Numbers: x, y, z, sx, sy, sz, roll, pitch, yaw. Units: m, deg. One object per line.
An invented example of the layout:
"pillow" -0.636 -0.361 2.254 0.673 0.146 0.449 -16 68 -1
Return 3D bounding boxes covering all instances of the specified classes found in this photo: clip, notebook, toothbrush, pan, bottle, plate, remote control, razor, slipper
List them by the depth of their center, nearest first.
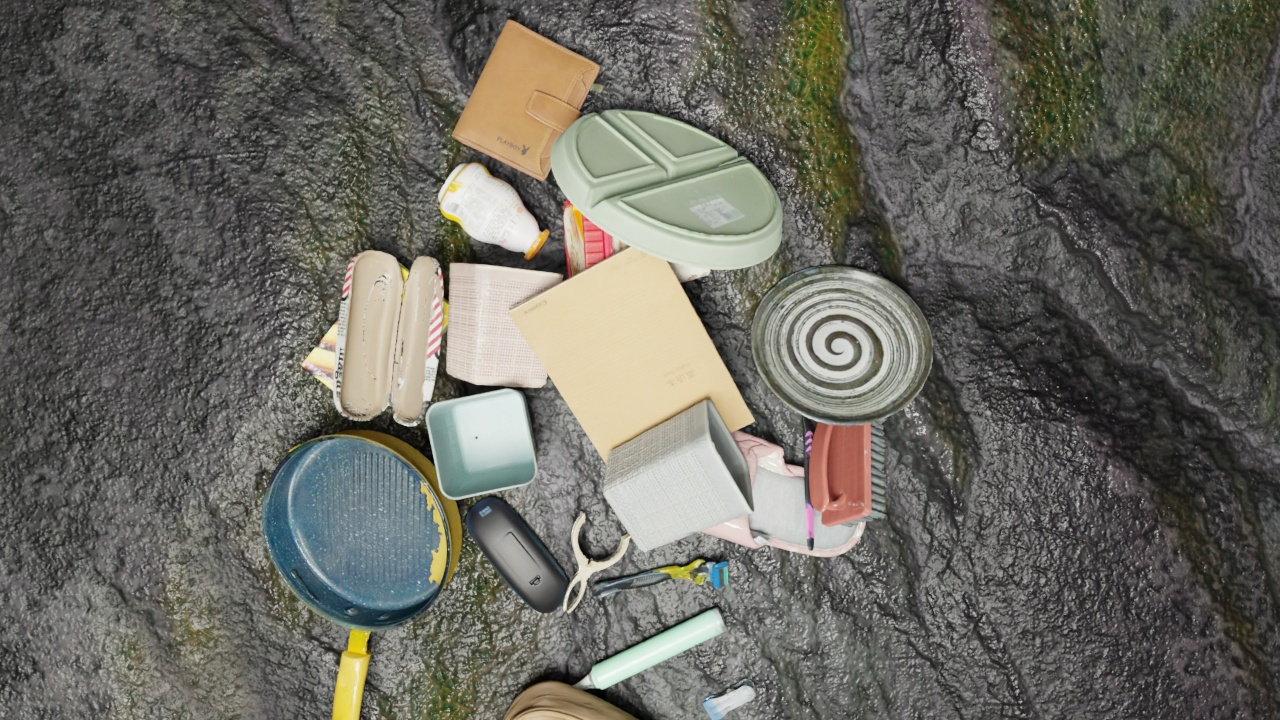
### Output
"plate" 0.030 -0.166 0.848 0.230 0.229 0.028 22 130 -3
"notebook" -0.005 0.005 0.856 0.150 0.012 0.211 -26 112 10
"pan" -0.273 0.243 0.882 0.198 0.078 0.358 5 104 14
"bottle" -0.143 -0.144 0.902 0.108 0.063 0.063 37 89 -2
"toothbrush" 0.169 0.094 0.913 0.014 0.018 0.189 16 65 -33
"plate" 0.199 -0.015 0.917 0.179 0.024 0.179 -1 65 2
"clip" -0.042 0.201 0.923 0.098 0.035 0.099 -3 83 -8
"slipper" 0.098 0.130 0.923 0.274 0.054 0.114 19 90 -3
"remote control" -0.124 0.198 0.927 0.053 0.024 0.136 -39 93 -4
"toothbrush" -0.016 0.310 0.933 0.224 0.027 0.026 -25 88 -3
"razor" 0.019 0.223 0.938 0.143 0.022 0.043 -9 135 0
"clip" 0.092 0.349 0.942 0.057 0.028 0.024 -30 91 8

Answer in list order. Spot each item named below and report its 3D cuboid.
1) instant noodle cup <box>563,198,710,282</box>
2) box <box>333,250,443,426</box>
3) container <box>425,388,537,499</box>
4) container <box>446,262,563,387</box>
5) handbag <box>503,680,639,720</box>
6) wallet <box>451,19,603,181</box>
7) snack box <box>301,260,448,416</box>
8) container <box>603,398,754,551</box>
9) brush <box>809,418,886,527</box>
"instant noodle cup" -0.004 -0.115 0.893 0.124 0.116 0.116 -5 91 -15
"box" -0.237 -0.021 0.860 0.085 0.075 0.162 4 93 -36
"container" -0.145 0.075 0.881 0.090 0.111 0.090 -11 91 -2
"container" -0.134 -0.034 0.883 0.090 0.090 0.111 4 94 -32
"handbag" -0.051 0.414 0.892 0.204 0.099 0.148 30 98 -7
"wallet" -0.108 -0.257 0.921 0.119 0.035 0.130 26 90 3
"snack box" -0.257 -0.022 0.915 0.087 0.034 0.140 39 87 -3
"container" 0.033 0.109 0.848 0.114 0.090 0.090 -26 110 14
"brush" 0.201 0.088 0.904 0.069 0.063 0.145 21 60 -23
